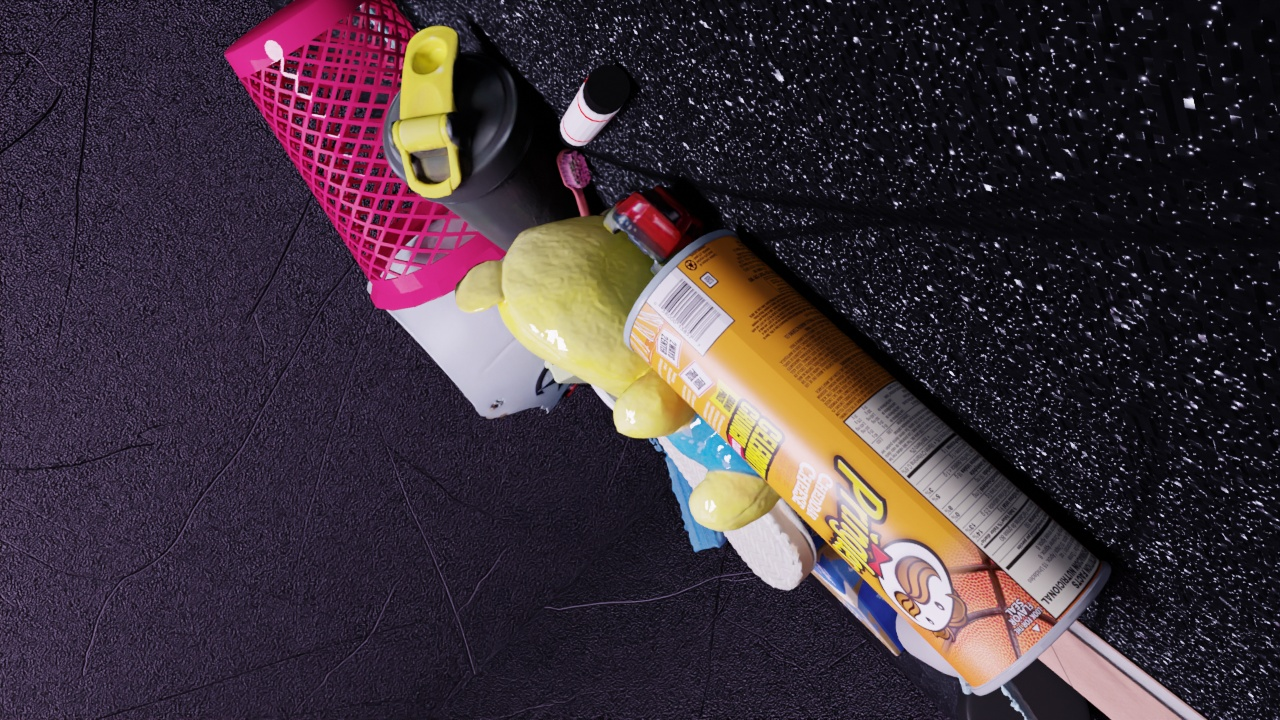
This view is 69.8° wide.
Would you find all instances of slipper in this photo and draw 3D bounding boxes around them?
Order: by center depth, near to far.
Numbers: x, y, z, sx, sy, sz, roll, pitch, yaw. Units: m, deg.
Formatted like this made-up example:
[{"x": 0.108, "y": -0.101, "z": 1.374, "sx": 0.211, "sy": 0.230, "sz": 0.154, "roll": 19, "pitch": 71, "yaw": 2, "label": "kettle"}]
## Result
[{"x": 0.048, "y": 0.039, "z": 0.671, "sx": 0.272, "sy": 0.053, "sz": 0.115, "roll": 61, "pitch": 151, "yaw": 13, "label": "slipper"}]

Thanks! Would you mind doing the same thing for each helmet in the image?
[{"x": -0.135, "y": -0.074, "z": 0.970, "sx": 0.236, "sy": 0.164, "sz": 0.263, "roll": 48, "pitch": -161, "yaw": 11, "label": "helmet"}]

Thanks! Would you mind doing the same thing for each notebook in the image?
[{"x": 0.250, "y": 0.170, "z": 0.545, "sx": 0.209, "sy": 0.008, "sz": 0.141, "roll": 42, "pitch": 174, "yaw": 49, "label": "notebook"}]

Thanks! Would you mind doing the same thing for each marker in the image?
[{"x": -0.027, "y": -0.121, "z": 0.454, "sx": 0.019, "sy": 0.019, "sz": 0.145, "roll": 47, "pitch": 176, "yaw": -11, "label": "marker"}]

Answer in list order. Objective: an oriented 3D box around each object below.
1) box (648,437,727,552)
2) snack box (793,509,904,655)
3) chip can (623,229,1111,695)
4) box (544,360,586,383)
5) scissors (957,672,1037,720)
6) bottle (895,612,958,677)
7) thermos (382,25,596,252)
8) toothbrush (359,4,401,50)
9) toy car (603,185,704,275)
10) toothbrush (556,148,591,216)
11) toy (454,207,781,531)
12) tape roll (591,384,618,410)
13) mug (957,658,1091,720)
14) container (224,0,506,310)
[{"x": 0.060, "y": 0.074, "z": 0.851, "sx": 0.177, "sy": 0.048, "sz": 0.231, "roll": 62, "pitch": -162, "yaw": 7, "label": "box"}, {"x": 0.153, "y": 0.135, "z": 0.760, "sx": 0.155, "sy": 0.069, "sz": 0.203, "roll": 43, "pitch": 175, "yaw": 47, "label": "snack box"}, {"x": 0.091, "y": 0.038, "z": 0.407, "sx": 0.215, "sy": 0.075, "sz": 0.075, "roll": 45, "pitch": 176, "yaw": 19, "label": "chip can"}, {"x": -0.034, "y": -0.009, "z": 0.922, "sx": 0.090, "sy": 0.077, "sz": 0.187, "roll": 47, "pitch": -166, "yaw": 11, "label": "box"}, {"x": 0.157, "y": 0.121, "z": 0.474, "sx": 0.172, "sy": 0.013, "sz": 0.170, "roll": 54, "pitch": -160, "yaw": 5, "label": "scissors"}, {"x": 0.213, "y": 0.187, "z": 0.625, "sx": 0.052, "sy": 0.052, "sz": 0.195, "roll": 45, "pitch": 177, "yaw": 15, "label": "bottle"}, {"x": -0.091, "y": -0.121, "z": 0.628, "sx": 0.098, "sy": 0.098, "sz": 0.221, "roll": 44, "pitch": 180, "yaw": 26, "label": "thermos"}, {"x": -0.260, "y": -0.333, "z": 0.801, "sx": 0.016, "sy": 0.016, "sz": 0.180, "roll": 43, "pitch": 176, "yaw": 31, "label": "toothbrush"}, {"x": 0.011, "y": -0.066, "z": 0.469, "sx": 0.042, "sy": 0.036, "sz": 0.091, "roll": 44, "pitch": -173, "yaw": 6, "label": "toy car"}, {"x": -0.021, "y": -0.054, "z": 0.629, "sx": 0.016, "sy": 0.016, "sz": 0.190, "roll": 27, "pitch": 140, "yaw": 55, "label": "toothbrush"}, {"x": 0.014, "y": -0.008, "z": 0.525, "sx": 0.214, "sy": 0.084, "sz": 0.148, "roll": 44, "pitch": -150, "yaw": 3, "label": "toy"}, {"x": -0.004, "y": 0.004, "z": 0.632, "sx": 0.094, "sy": 0.018, "sz": 0.094, "roll": 27, "pitch": 137, "yaw": 28, "label": "tape roll"}, {"x": 0.283, "y": 0.253, "z": 0.640, "sx": 0.114, "sy": 0.078, "sz": 0.088, "roll": 15, "pitch": 164, "yaw": 21, "label": "mug"}, {"x": -0.211, "y": -0.186, "z": 0.753, "sx": 0.226, "sy": 0.183, "sz": 0.183, "roll": 58, "pitch": 171, "yaw": -32, "label": "container"}]
